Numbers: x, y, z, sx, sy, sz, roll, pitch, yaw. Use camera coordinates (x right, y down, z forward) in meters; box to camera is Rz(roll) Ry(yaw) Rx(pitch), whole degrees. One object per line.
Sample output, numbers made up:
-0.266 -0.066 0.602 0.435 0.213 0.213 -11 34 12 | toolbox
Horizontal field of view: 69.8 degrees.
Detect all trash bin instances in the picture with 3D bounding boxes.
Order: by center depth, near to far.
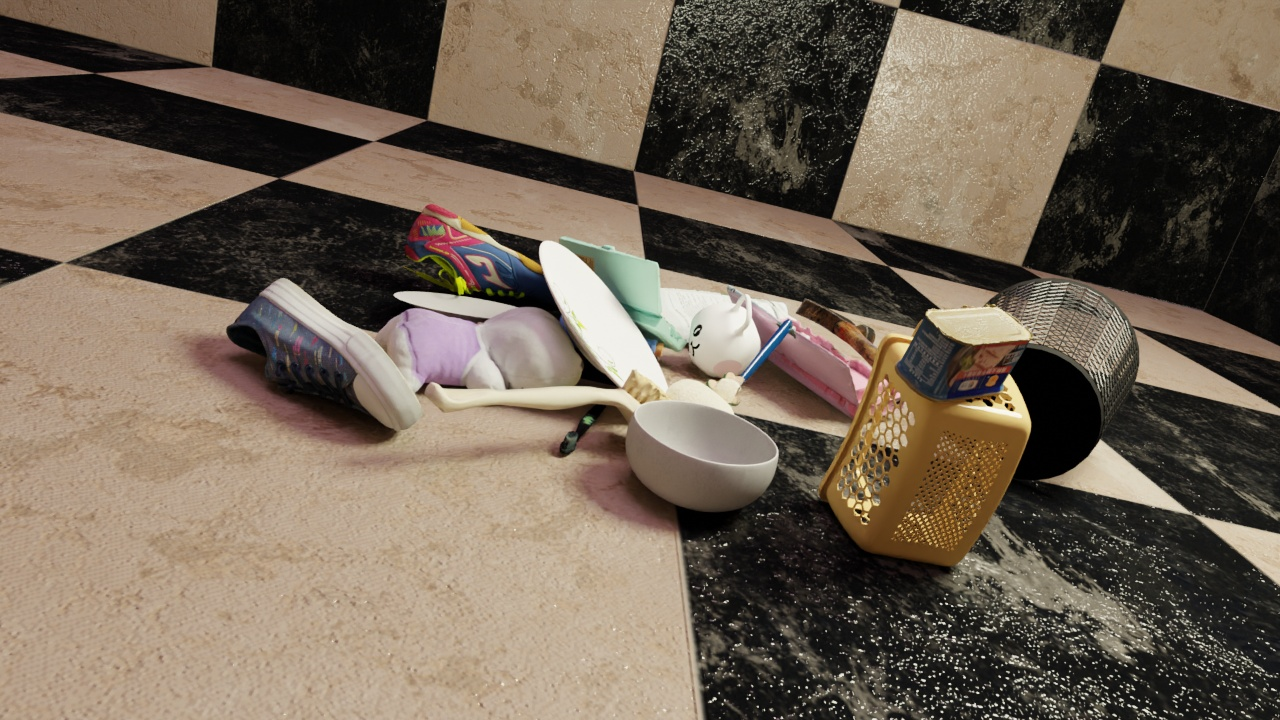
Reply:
0.494 0.029 1.143 0.217 0.217 0.242 22 26 23 | trash bin

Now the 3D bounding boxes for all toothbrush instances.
-0.050 0.057 0.922 0.014 0.017 0.187 26 18 4 | toothbrush
0.124 0.008 1.063 0.017 0.016 0.189 18 47 33 | toothbrush

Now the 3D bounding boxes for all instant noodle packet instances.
0.097 -0.058 1.329 0.268 0.057 0.146 2 35 -23 | instant noodle packet

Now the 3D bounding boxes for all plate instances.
-0.047 -0.029 1.005 0.229 0.030 0.229 50 14 -18 | plate
-0.209 -0.057 1.101 0.173 0.019 0.172 10 9 -2 | plate

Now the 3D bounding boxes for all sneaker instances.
-0.288 0.007 0.825 0.235 0.087 0.079 31 59 33 | sneaker
-0.203 -0.115 1.224 0.241 0.091 0.116 29 -1 -32 | sneaker

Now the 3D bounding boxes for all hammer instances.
0.295 0.014 1.090 0.120 0.033 0.330 22 17 -24 | hammer

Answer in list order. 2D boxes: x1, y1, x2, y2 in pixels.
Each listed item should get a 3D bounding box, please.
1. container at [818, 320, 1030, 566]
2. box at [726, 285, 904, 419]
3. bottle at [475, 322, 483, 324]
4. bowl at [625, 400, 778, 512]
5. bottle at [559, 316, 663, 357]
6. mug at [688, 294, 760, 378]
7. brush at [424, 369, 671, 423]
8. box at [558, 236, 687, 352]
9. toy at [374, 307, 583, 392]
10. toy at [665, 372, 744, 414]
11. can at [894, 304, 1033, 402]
0.254 0.072 0.842 0.129 0.184 0.166 11 27 -9 | container
0.215 -0.002 1.194 0.172 0.075 0.233 22 13 -44 | box
-0.138 -0.020 1.040 0.110 0.043 0.042 7 20 -19 | bottle
0.050 0.091 0.817 0.132 0.064 0.131 13 18 -5 | bowl
-0.036 -0.029 1.135 0.131 0.048 0.048 15 18 1 | bottle
0.111 -0.031 1.144 0.090 0.124 0.076 9 53 -18 | mug
-0.070 0.037 0.819 0.271 0.077 0.062 8 6 -44 | brush
-0.031 -0.082 1.167 0.187 0.138 0.056 20 57 44 | box
-0.161 -0.012 0.938 0.209 0.086 0.137 0 21 -25 | toy
0.065 0.047 0.981 0.112 0.050 0.087 -11 32 -42 | toy
0.262 -0.007 0.741 0.099 0.059 0.054 -5 40 -30 | can
